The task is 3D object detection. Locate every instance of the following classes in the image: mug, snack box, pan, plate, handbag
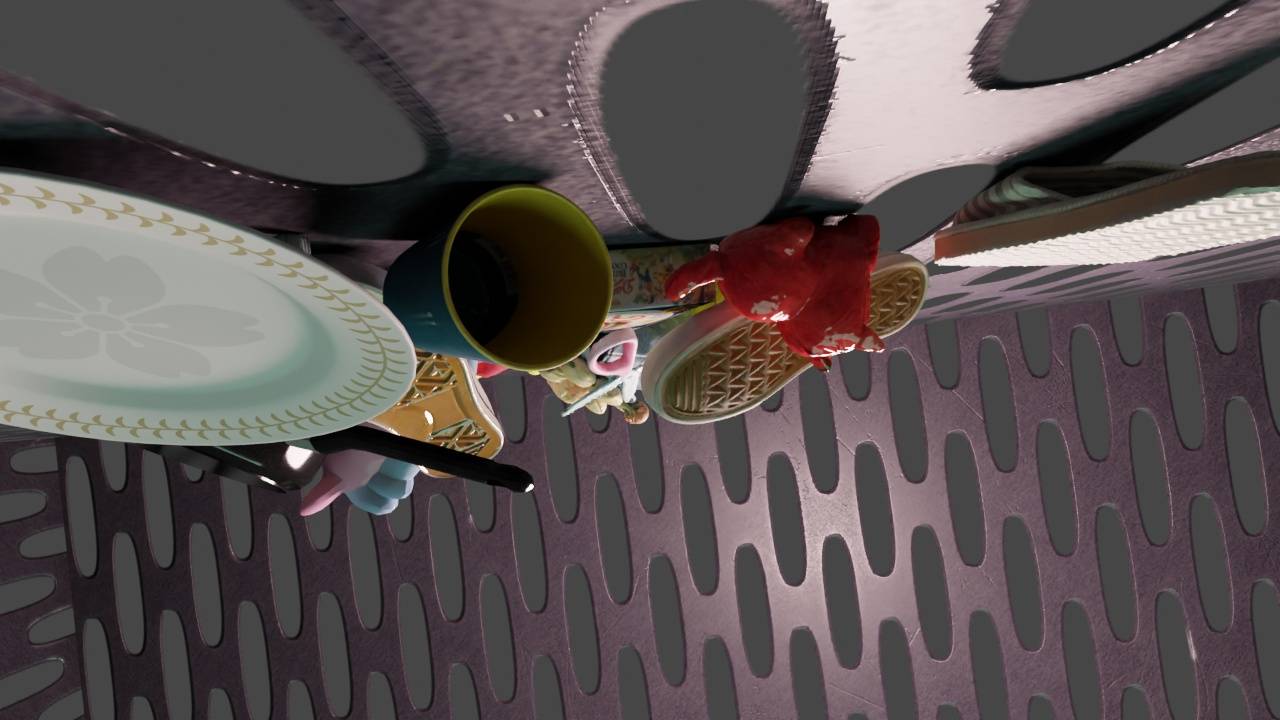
[{"bbox_3d":[-0.076,-0.034,0.432,0.078,0.078,0.122,-6,-177,-31],"label":"mug"},{"bbox_3d":[-0.043,-0.044,0.630,0.144,0.042,0.145,-6,177,-24],"label":"snack box"},{"bbox_3d":[-0.226,0.045,0.541,0.356,0.044,0.204,12,161,21],"label":"pan"},{"bbox_3d":[-0.213,-0.012,0.366,0.242,0.016,0.243,-1,156,-1],"label":"plate"},{"bbox_3d":[-0.011,-0.001,0.854,0.191,0.118,0.122,9,169,-40],"label":"handbag"}]

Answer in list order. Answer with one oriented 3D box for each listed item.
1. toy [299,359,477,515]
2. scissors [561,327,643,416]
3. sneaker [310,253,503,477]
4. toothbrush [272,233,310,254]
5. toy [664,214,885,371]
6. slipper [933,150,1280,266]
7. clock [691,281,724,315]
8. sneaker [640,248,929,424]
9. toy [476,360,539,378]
[{"bbox_3d":[-0.217,0.050,0.814,0.223,0.171,0.120,-9,178,35],"label":"toy"},{"bbox_3d":[0.010,0.001,0.717,0.168,0.014,0.171,-21,162,-9],"label":"scissors"},{"bbox_3d":[-0.154,-0.006,0.572,0.118,0.087,0.241,-25,152,-2],"label":"sneaker"},{"bbox_3d":[-0.193,-0.049,0.376,0.022,0.017,0.135,-8,175,36],"label":"toothbrush"},{"bbox_3d":[0.084,-0.038,0.555,0.132,0.094,0.088,-5,177,-19],"label":"toy"},{"bbox_3d":[0.249,-0.081,0.489,0.114,0.054,0.273,-3,-178,-9],"label":"slipper"},{"bbox_3d":[0.086,-0.049,0.765,0.083,0.057,0.119,-6,171,-26],"label":"clock"},{"bbox_3d":[0.095,-0.034,0.660,0.235,0.087,0.079,-23,-141,-21],"label":"sneaker"},{"bbox_3d":[-0.147,-0.013,0.911,0.137,0.067,0.106,-6,158,1],"label":"toy"}]
